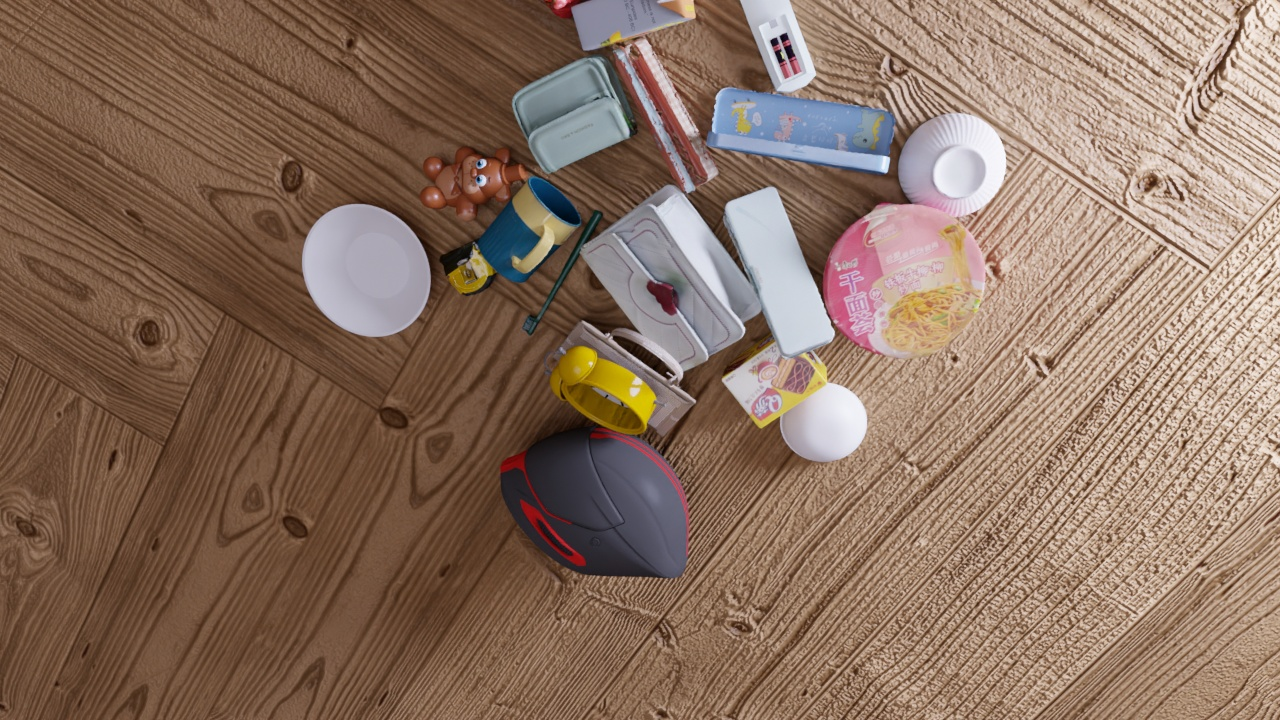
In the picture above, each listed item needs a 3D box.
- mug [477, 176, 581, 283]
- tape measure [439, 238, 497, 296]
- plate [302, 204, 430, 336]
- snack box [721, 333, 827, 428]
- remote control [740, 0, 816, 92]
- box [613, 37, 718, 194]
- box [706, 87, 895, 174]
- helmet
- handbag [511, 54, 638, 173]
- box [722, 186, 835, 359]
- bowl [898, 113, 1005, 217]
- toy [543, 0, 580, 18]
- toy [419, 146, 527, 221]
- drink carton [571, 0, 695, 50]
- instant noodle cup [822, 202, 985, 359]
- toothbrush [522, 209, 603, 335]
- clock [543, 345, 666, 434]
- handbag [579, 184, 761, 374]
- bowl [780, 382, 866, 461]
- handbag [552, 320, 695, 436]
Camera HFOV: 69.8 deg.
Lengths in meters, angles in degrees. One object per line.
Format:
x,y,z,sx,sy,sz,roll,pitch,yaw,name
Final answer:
-0.136,-0.150,1.112,0.083,0.113,0.107,35,114,-31,mug
-0.217,-0.117,1.176,0.066,0.037,0.064,-22,103,16,tape measure
-0.351,-0.120,1.198,0.174,0.036,0.174,3,109,9,plate
0.167,0.018,1.144,0.106,0.061,0.083,-36,98,19,snack box
0.152,-0.374,1.032,0.050,0.024,0.143,-21,104,16,remote control
0.019,-0.281,1.072,0.188,0.062,0.058,59,152,-10,box
0.183,-0.259,1.042,0.209,0.074,0.078,10,106,6,box
-0.037,0.178,1.178,0.264,0.164,0.170,45,111,-6,helmet
-0.078,-0.291,1.078,0.122,0.067,0.106,-21,105,16,handbag
0.164,-0.104,1.079,0.083,0.066,0.199,-26,80,24,box
0.354,-0.215,1.032,0.118,0.062,0.118,3,109,8,bowl
-0.076,-0.447,1.010,0.088,0.094,0.133,31,110,-1,toy
-0.202,-0.220,1.115,0.128,0.065,0.095,-6,81,24,toy
-0.006,-0.391,1.029,0.125,0.076,0.048,-12,106,18,drink carton
0.303,-0.100,1.073,0.179,0.077,0.179,3,110,8,instant noodle cup
-0.101,-0.111,1.170,0.017,0.016,0.190,33,110,-1,toothbrush
-0.049,0.034,1.101,0.152,0.114,0.052,31,66,-4,clock
0.032,-0.092,1.106,0.142,0.095,0.198,-32,103,36,handbag
0.233,0.087,1.167,0.110,0.040,0.110,3,109,9,bowl
-0.007,0.007,1.102,0.175,0.198,0.062,36,74,-4,handbag
